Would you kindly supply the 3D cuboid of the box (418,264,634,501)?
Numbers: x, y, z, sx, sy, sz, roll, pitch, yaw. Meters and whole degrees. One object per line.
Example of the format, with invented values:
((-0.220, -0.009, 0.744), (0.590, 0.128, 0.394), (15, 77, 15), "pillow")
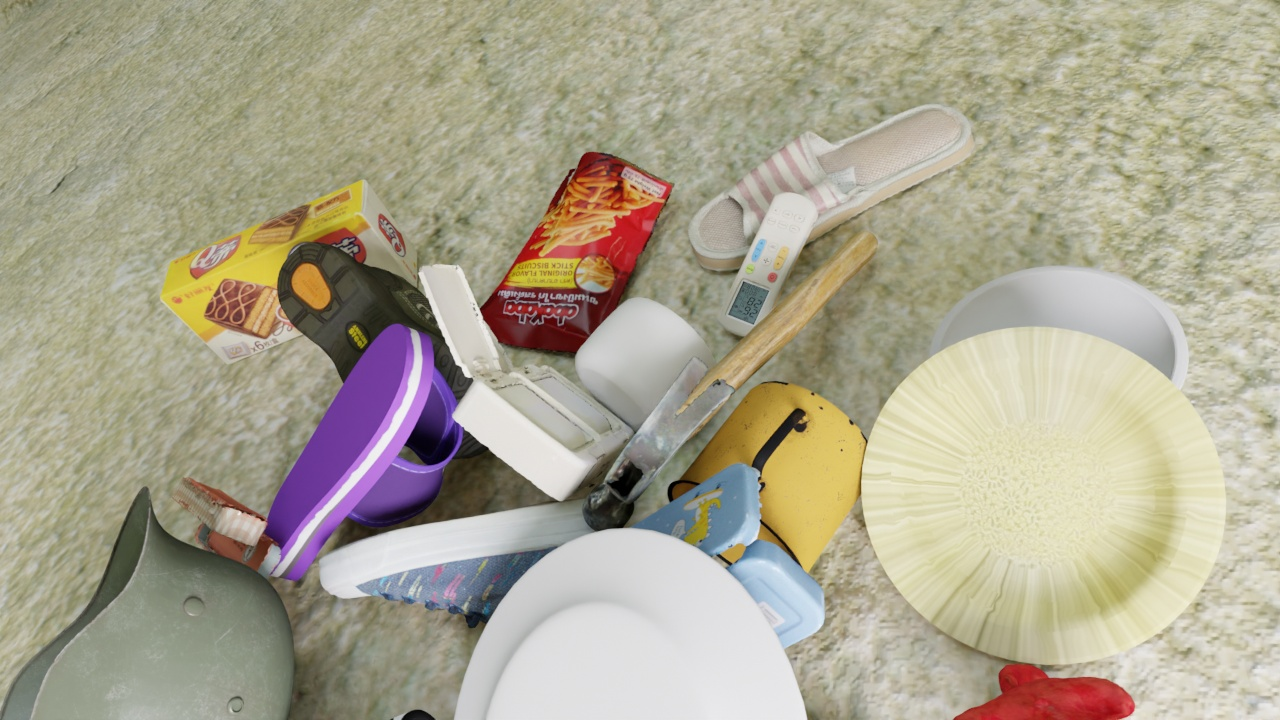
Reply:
((-0.087, 0.012, 0.643), (0.187, 0.144, 0.058), (46, 102, 5), "box")

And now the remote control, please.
((0.103, -0.077, 0.743), (0.038, 0.018, 0.125), (24, 86, 24), "remote control")

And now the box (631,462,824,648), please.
((0.005, 0.149, 0.530), (0.209, 0.073, 0.085), (-36, 29, 26), "box")

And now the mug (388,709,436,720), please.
((-0.159, 0.279, 0.534), (0.098, 0.082, 0.118), (-23, 71, 5), "mug")

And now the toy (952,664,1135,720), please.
((0.196, 0.203, 0.439), (0.088, 0.094, 0.132), (-9, 18, 5), "toy")

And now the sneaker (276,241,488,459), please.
((-0.202, -0.001, 0.811), (0.238, 0.143, 0.101), (43, 98, 13), "sneaker")

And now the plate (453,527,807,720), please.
((-0.023, 0.206, 0.464), (0.243, 0.016, 0.242), (-17, 63, 36), "plate")

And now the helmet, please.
((-0.307, 0.220, 0.583), (0.228, 0.153, 0.267), (-26, 54, 49), "helmet")

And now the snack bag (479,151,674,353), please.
((-0.058, -0.095, 0.861), (0.139, 0.067, 0.207), (13, 66, 28), "snack bag")

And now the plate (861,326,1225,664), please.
((0.224, 0.075, 0.525), (0.185, 0.036, 0.184), (-5, 80, 27), "plate")

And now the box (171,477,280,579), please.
((-0.335, 0.132, 0.728), (0.187, 0.056, 0.071), (2, 90, 54), "box")

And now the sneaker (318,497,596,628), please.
((-0.117, 0.150, 0.644), (0.236, 0.087, 0.079), (-13, 79, 19), "sneaker")

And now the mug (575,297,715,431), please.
((-0.004, 0.004, 0.698), (0.116, 0.094, 0.068), (21, 62, 47), "mug")

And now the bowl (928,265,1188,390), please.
((0.267, 0.007, 0.595), (0.150, 0.043, 0.149), (-14, 48, 16), "bowl")

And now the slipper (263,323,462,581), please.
((-0.197, 0.081, 0.694), (0.267, 0.084, 0.107), (-47, 35, 32), "slipper")

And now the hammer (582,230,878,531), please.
((0.085, -0.013, 0.635), (0.033, 0.132, 0.329), (41, 48, 10), "hammer")

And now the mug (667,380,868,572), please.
((0.085, 0.070, 0.571), (0.100, 0.124, 0.094), (32, 65, 21), "mug")

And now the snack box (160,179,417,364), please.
((-0.358, -0.089, 0.947), (0.230, 0.110, 0.061), (-21, 45, 7), "snack box")

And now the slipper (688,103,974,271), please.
((0.162, -0.160, 0.800), (0.263, 0.052, 0.115), (-25, 42, 3), "slipper")
